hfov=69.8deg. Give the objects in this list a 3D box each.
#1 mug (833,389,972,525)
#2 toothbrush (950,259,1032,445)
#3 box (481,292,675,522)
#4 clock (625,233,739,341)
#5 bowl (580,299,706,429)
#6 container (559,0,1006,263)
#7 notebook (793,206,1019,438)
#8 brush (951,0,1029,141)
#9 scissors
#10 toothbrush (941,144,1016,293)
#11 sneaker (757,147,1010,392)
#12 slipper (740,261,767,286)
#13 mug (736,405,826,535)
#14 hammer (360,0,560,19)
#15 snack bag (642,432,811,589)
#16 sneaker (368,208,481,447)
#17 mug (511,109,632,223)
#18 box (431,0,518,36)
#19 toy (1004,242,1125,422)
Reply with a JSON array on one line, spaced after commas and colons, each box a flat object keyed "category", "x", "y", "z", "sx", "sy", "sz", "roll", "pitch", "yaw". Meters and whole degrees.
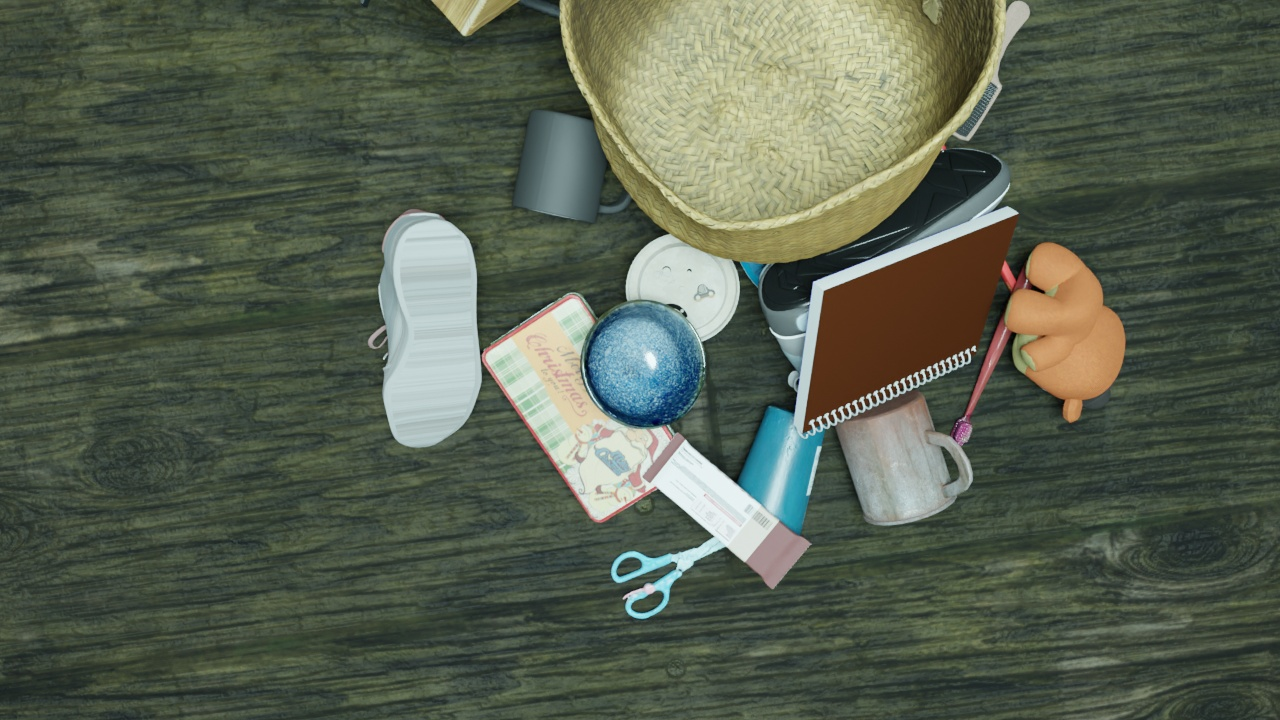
[{"category": "mug", "x": 0.250, "y": 0.088, "z": 0.858, "sx": 0.096, "sy": 0.123, "sz": 0.110, "roll": -31, "pitch": 101, "yaw": -39}, {"category": "toothbrush", "x": 0.343, "y": -0.005, "z": 0.887, "sx": 0.016, "sy": 0.016, "sz": 0.190, "roll": 20, "pitch": 102, "yaw": 2}, {"category": "box", "x": -0.052, "y": 0.045, "z": 0.884, "sx": 0.118, "sy": 0.051, "sz": 0.205, "roll": -32, "pitch": 95, "yaw": 3}, {"category": "clock", "x": 0.047, "y": -0.091, "z": 0.862, "sx": 0.103, "sy": 0.061, "sz": 0.157, "roll": 20, "pitch": 104, "yaw": -2}, {"category": "bowl", "x": -0.005, "y": 0.005, "z": 0.826, "sx": 0.114, "sy": 0.061, "sz": 0.114, "roll": 1, "pitch": 86, "yaw": -19}, {"category": "container", "x": 0.108, "y": -0.231, "z": 0.733, "sx": 0.307, "sy": 0.196, "sz": 0.306, "roll": -1, "pitch": 83, "yaw": 9}, {"category": "notebook", "x": 0.231, "y": -0.030, "z": 0.808, "sx": 0.208, "sy": 0.022, "sz": 0.172, "roll": -21, "pitch": 136, "yaw": -21}, {"category": "brush", "x": 0.324, "y": -0.276, "z": 0.861, "sx": 0.050, "sy": 0.015, "sz": 0.136, "roll": 30, "pitch": 96, "yaw": -6}, {"category": "scissors", "x": 0.033, "y": 0.198, "z": 0.926, "sx": 0.141, "sy": 0.015, "sz": 0.076, "roll": -36, "pitch": 95, "yaw": -2}, {"category": "toothbrush", "x": 0.319, "y": -0.132, "z": 0.881, "sx": 0.018, "sy": 0.012, "sz": 0.212, "roll": -30, "pitch": 97, "yaw": 3}, {"category": "sneaker", "x": 0.235, "y": -0.073, "z": 0.846, "sx": 0.256, "sy": 0.093, "sz": 0.160, "roll": -33, "pitch": 132, "yaw": -6}, {"category": "slipper", "x": 0.148, "y": -0.197, "z": 0.850, "sx": 0.118, "sy": 0.060, "sz": 0.295, "roll": 6, "pitch": 97, "yaw": 2}, {"category": "mug", "x": 0.133, "y": 0.109, "z": 0.883, "sx": 0.078, "sy": 0.078, "sz": 0.121, "roll": 18, "pitch": 92, "yaw": -3}, {"category": "hammer", "x": -0.100, "y": -0.325, "z": 0.853, "sx": 0.325, "sy": 0.015, "sz": 0.095, "roll": 19, "pitch": 97, "yaw": -3}, {"category": "snack bag", "x": 0.078, "y": 0.138, "z": 0.847, "sx": 0.158, "sy": 0.013, "sz": 0.057, "roll": 39, "pitch": 96, "yaw": 12}, {"category": "sneaker", "x": -0.204, "y": -0.034, "z": 0.865, "sx": 0.099, "sy": 0.089, "sz": 0.237, "roll": -1, "pitch": 119, "yaw": -22}, {"category": "mug", "x": -0.056, "y": -0.174, "z": 0.848, "sx": 0.113, "sy": 0.078, "sz": 0.088, "roll": 8, "pitch": 98, "yaw": -29}, {"category": "box", "x": -0.125, "y": -0.464, "z": 0.670, "sx": 0.336, "sy": 0.287, "sz": 0.278, "roll": 45, "pitch": 56, "yaw": -9}, {"category": "toy", "x": 0.394, "y": -0.019, "z": 0.844, "sx": 0.176, "sy": 0.096, "sz": 0.112, "roll": 46, "pitch": 61, "yaw": -21}]
